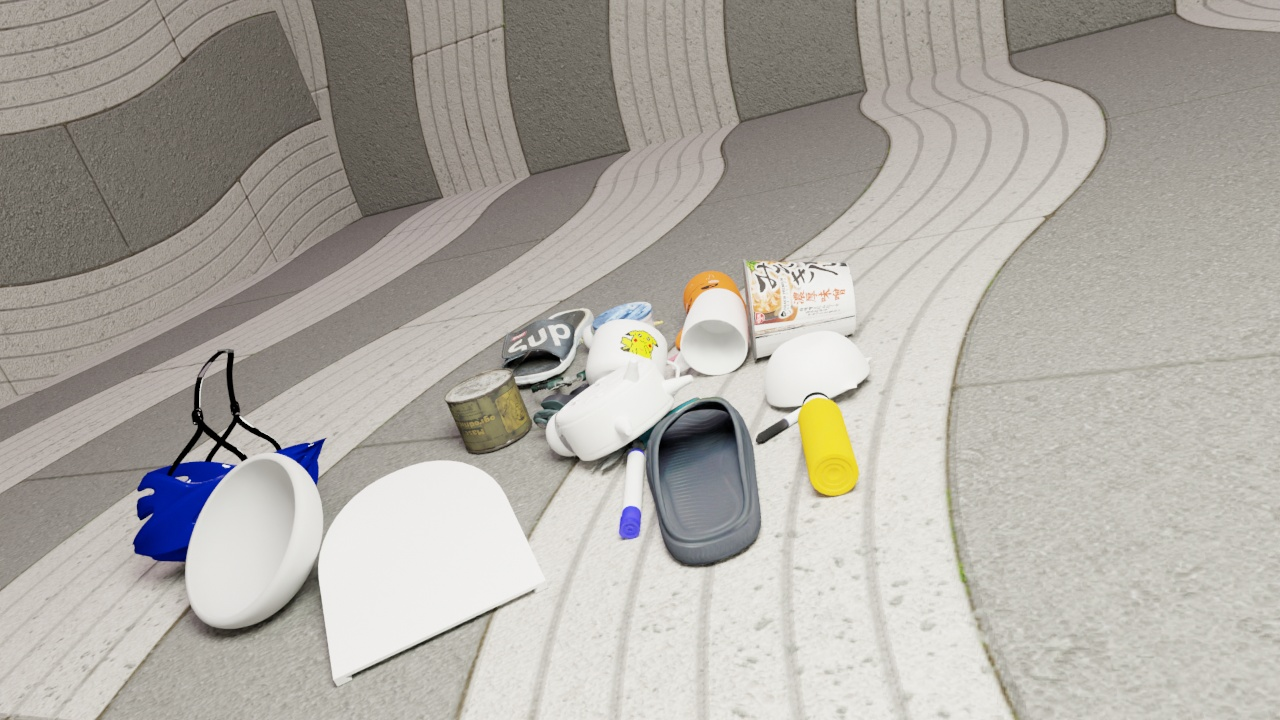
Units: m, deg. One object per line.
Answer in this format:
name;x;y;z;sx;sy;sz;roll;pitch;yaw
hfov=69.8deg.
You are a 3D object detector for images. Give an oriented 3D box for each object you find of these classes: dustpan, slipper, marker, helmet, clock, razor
dustpan;-0.211;0.196;0.901;0.191;0.053;0.257;-23;32;-12
slipper;-0.141;-0.035;1.372;0.111;0.063;0.263;-12;18;19
marker;0.177;0.049;0.956;0.151;0.011;0.011;-28;22;-25
marker;-0.008;0.128;0.899;0.020;0.020;0.141;-15;21;8
helmet;-0.489;0.112;1.055;0.241;0.227;0.148;-21;4;-5
clock;-0.033;0.046;0.999;0.125;0.073;0.161;-38;10;-36
clock;-0.032;-0.046;1.319;0.126;0.052;0.088;0;27;40
slipper;0.049;0.088;0.867;0.111;0.083;0.267;-18;22;7
razor;-0.073;0.048;1.121;0.047;0.052;0.142;-10;16;36

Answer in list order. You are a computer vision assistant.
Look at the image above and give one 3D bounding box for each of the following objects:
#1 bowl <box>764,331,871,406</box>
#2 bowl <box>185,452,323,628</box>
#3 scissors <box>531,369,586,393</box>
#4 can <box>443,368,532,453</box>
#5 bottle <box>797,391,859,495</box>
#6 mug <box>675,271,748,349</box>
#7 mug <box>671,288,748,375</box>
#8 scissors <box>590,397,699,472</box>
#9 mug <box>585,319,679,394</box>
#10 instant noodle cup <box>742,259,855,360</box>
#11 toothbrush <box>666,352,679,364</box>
bowl;0.184;0.003;0.989;0.115;0.050;0.114;-20;13;5
bowl;-0.381;0.187;0.938;0.177;0.066;0.176;-16;60;29
scissors;-0.071;0.019;1.169;0.137;0.015;0.210;-16;3;-10
can;-0.189;0.063;1.142;0.090;0.074;0.089;-17;19;6
bottle;0.172;0.071;0.856;0.043;0.043;0.143;-15;21;10
mug;0.088;-0.058;1.235;0.113;0.077;0.095;-47;16;14
mug;0.082;-0.030;1.142;0.114;0.081;0.087;-40;19;29
scissors;0.009;0.077;1.013;0.154;0.019;0.126;-24;14;5
mug;-0.007;0.006;1.104;0.095;0.115;0.068;128;158;-54
instant noodle cup;0.191;-0.068;1.109;0.122;0.124;0.123;-7;22;5
toothbrush;0.065;-0.008;1.189;0.135;0.016;0.021;-12;35;17
